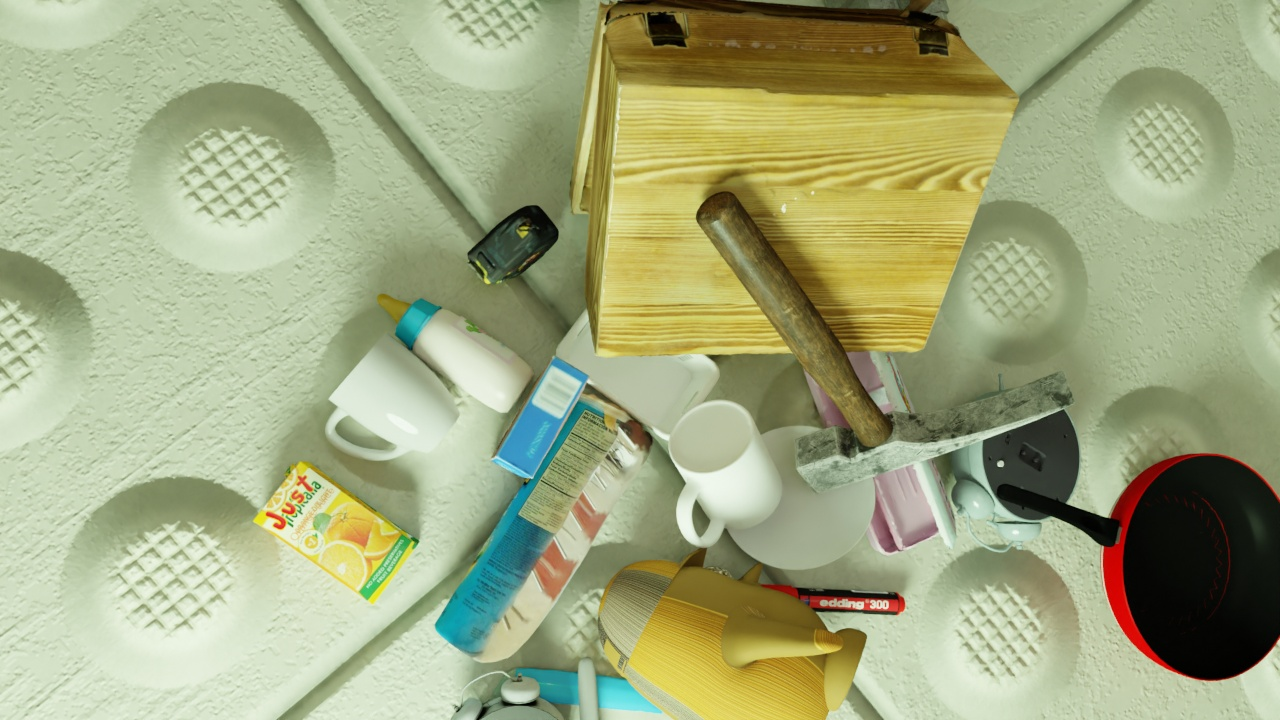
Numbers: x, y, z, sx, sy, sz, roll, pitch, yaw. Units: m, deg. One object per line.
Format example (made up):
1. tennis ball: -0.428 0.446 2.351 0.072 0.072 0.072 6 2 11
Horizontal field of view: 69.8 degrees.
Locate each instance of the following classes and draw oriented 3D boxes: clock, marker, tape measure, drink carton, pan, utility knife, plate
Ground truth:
1. clock: 0.343 0.098 0.849 0.122 0.045 0.159 29 75 -18
2. marker: -0.045 0.316 0.769 0.022 0.016 0.138 -4 94 -11
3. clock: -0.106 0.312 0.751 0.094 0.035 0.122 -24 95 -6
4. marker: 0.169 0.216 0.827 0.145 0.021 0.024 5 123 -10
5. tape measure: -0.106 -0.101 0.789 0.071 0.072 0.042 -43 87 16
6. drink carton: -0.249 0.138 0.750 0.122 0.041 0.058 37 78 -4
7. pan: 0.461 0.169 0.849 0.356 0.067 0.208 19 81 -14
8. utility knife: -0.037 0.285 0.784 0.173 0.015 0.031 10 85 -6
9. plate: 0.138 0.120 0.808 0.135 0.011 0.134 -8 58 13

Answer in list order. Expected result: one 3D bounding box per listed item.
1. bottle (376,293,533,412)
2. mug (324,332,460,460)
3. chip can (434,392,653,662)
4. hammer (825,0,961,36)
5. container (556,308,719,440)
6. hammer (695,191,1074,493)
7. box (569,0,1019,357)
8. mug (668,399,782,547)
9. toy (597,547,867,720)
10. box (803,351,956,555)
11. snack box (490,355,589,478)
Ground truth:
1. bottle: -0.161 -0.013 0.778 0.146 0.051 0.051 35 78 -5
2. mug: -0.210 0.045 0.761 0.089 0.071 0.107 41 106 -12
3. chip can: -0.077 0.141 0.765 0.080 0.080 0.229 33 79 -5
4. hammer: 0.261 -0.336 0.757 0.083 0.318 0.162 -14 86 -12
5. container: -0.005 0.005 0.805 0.129 0.049 0.080 37 78 -5
6. hammer: 0.163 -0.024 0.673 0.300 0.218 0.037 48 31 -34
7. box: 0.094 -0.163 0.721 0.279 0.258 0.215 0 42 -9
8. mug: 0.065 0.103 0.769 0.074 0.090 0.110 11 58 34
9. toy: 0.064 0.232 0.752 0.203 0.199 0.162 24 51 12
10. box: 0.227 0.071 0.818 0.088 0.095 0.202 -20 87 -15
11. snack box: -0.083 0.049 0.734 0.034 0.151 0.087 31 79 -5
